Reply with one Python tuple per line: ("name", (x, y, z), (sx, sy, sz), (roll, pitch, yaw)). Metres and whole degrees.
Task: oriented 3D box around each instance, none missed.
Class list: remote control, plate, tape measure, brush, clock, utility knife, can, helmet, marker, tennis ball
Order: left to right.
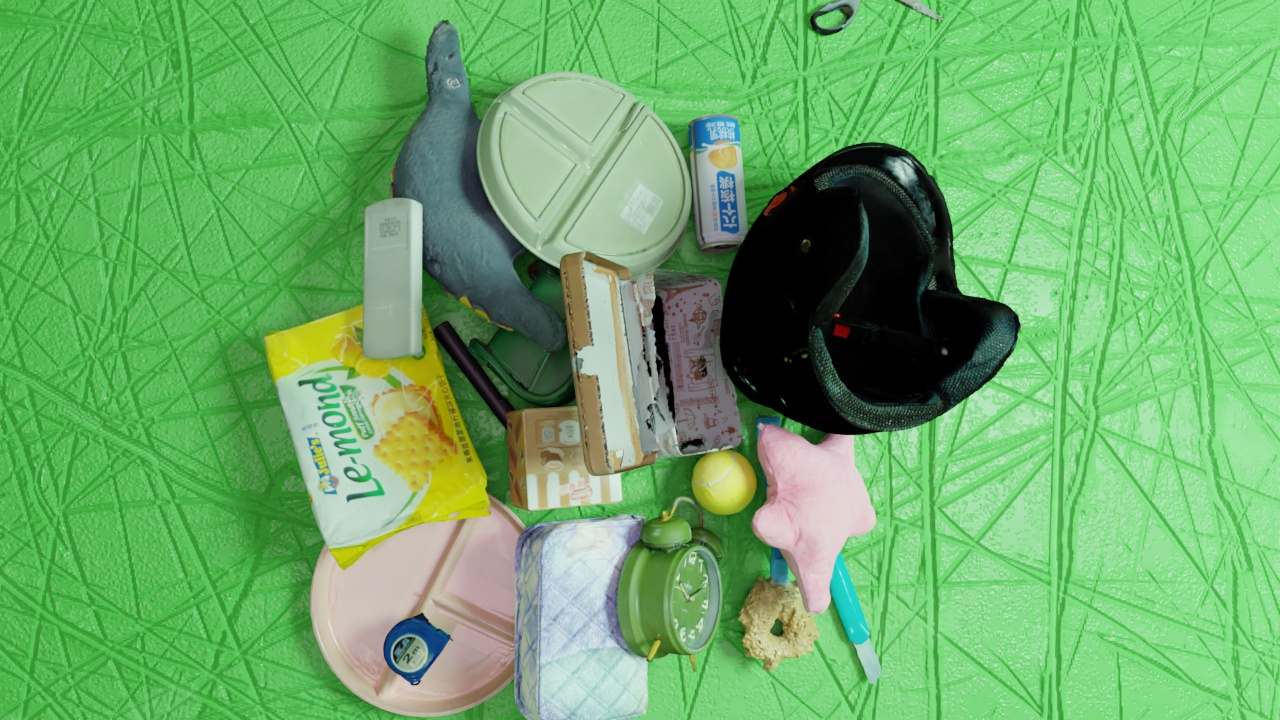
("remote control", (-0.230, -0.076, 0.853), (0.058, 0.021, 0.150), (-4, 82, 22))
("tape measure", (-0.216, 0.273, 0.876), (0.054, 0.025, 0.058), (37, 81, 1))
("plate", (-0.207, 0.232, 0.907), (0.229, 0.028, 0.229), (0, 87, -4))
("marker", (-0.164, 0.017, 0.928), (0.132, 0.022, 0.020), (53, 40, 1))
("plate", (-0.047, -0.187, 0.899), (0.230, 0.028, 0.229), (10, 66, -24))
("clock", (0.034, 0.211, 0.882), (0.056, 0.116, 0.161), (-4, 67, 32))
("can", (0.080, -0.180, 0.945), (0.053, 0.053, 0.134), (-4, 86, -5))
("tennis ball", (0.083, 0.121, 0.918), (0.065, 0.065, 0.065), (0, 86, -5))
("brush", (0.136, 0.184, 0.935), (0.083, 0.046, 0.254), (-2, 82, -1))
("utility knife", (0.207, 0.240, 0.945), (0.029, 0.013, 0.193), (-20, 86, -4))
("helmet", (0.194, -0.061, 0.862), (0.233, 0.231, 0.274), (29, 62, -29))

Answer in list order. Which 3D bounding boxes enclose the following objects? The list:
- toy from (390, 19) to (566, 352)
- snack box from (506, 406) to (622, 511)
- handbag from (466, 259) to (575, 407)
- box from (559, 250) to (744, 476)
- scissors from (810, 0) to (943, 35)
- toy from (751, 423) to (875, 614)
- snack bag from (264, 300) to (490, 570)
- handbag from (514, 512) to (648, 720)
("toy", (-0.174, -0.158, 0.896), (0.138, 0.091, 0.356), (-21, 79, 20))
("snack box", (-0.076, 0.093, 0.891), (0.092, 0.077, 0.094), (-2, 86, -21))
("handbag", (-0.093, -0.025, 0.919), (0.120, 0.068, 0.131), (37, 85, 8))
("box", (-0.005, 0.005, 0.823), (0.088, 0.261, 0.178), (-10, 86, 31))
("scissors", (0.252, -0.419, 0.999), (0.177, 0.014, 0.159), (-30, 90, -8))
("toy", (0.168, 0.126, 0.896), (0.194, 0.075, 0.178), (-45, 110, -41))
("snack bag", (-0.250, 0.057, 0.882), (0.158, 0.068, 0.246), (-20, 77, -7))
("handbag", (-0.054, 0.246, 0.882), (0.134, 0.076, 0.194), (3, 85, -33))
